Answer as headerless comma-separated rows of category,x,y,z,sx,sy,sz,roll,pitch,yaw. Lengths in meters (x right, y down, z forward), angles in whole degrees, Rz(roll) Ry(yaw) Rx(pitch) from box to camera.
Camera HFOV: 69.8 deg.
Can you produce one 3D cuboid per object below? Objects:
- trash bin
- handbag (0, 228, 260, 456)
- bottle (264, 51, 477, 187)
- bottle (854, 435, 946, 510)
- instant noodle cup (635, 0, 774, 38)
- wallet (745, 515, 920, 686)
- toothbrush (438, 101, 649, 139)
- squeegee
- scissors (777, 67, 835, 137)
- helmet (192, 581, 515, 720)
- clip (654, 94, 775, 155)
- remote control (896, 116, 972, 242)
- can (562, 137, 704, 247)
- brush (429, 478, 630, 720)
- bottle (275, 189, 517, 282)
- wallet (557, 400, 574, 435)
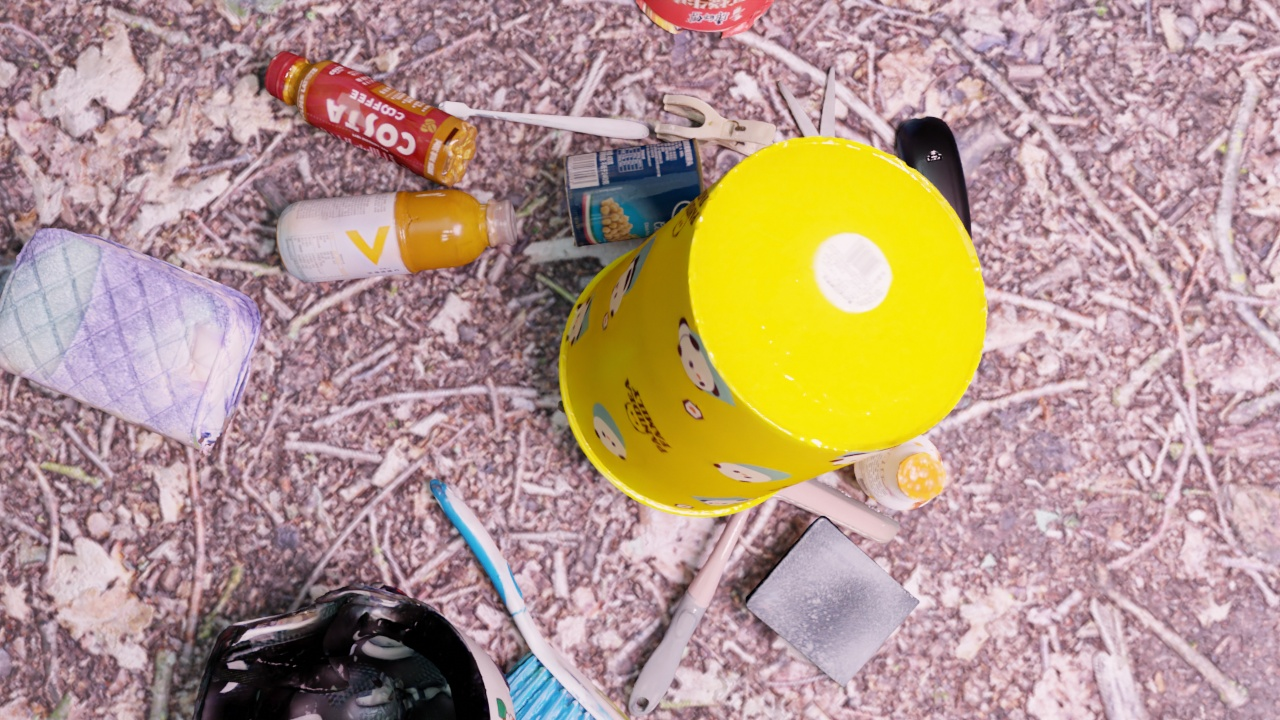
trash bin,0.078,-0.014,0.624,0.229,0.256,0.229,3,77,-14
handbag,-0.419,-0.019,0.758,0.194,0.075,0.134,23,93,4
bottle,-0.226,-0.205,0.767,0.175,0.057,0.057,25,88,2
bottle,0.206,0.086,0.719,0.063,0.108,0.063,0,88,2
instant noodle cup,0.054,-0.348,0.740,0.138,0.108,0.138,0,87,1
wallet,0.156,0.196,0.747,0.121,0.019,0.097,42,89,-14
toothbrush,-0.082,-0.205,0.786,0.180,0.016,0.016,6,90,0
squeegee,0.052,0.186,0.755,0.247,0.040,0.249,27,89,2
scissors,0.156,-0.157,0.778,0.162,0.012,0.164,38,88,4
helmet,-0.198,0.294,0.688,0.274,0.157,0.229,-14,65,16
clip,0.064,-0.194,0.769,0.100,0.071,0.034,14,87,8
remote control,0.248,-0.140,0.769,0.053,0.024,0.136,-9,88,2
can,-0.005,-0.137,0.750,0.111,0.075,0.075,-7,87,2
brush,-0.094,0.242,0.753,0.314,0.060,0.109,42,84,5
bottle,-0.198,-0.105,0.757,0.189,0.068,0.068,-5,88,1
wallet,-0.004,0.004,0.760,0.119,0.035,0.130,6,77,-2
